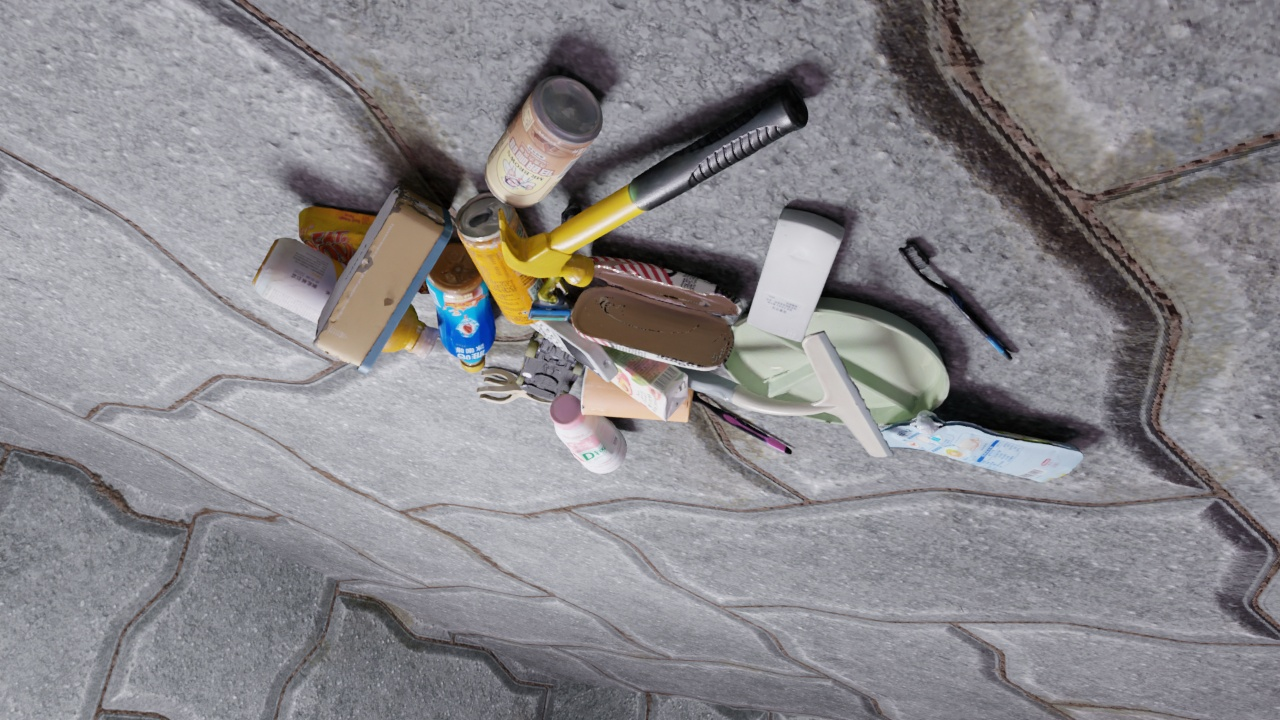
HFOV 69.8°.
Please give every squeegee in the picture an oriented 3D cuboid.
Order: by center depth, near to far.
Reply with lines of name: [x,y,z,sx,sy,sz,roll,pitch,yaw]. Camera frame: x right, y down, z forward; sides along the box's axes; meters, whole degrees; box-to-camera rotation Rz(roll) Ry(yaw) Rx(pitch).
squeegee: [0.110,0.031,0.948,0.247,0.039,0.246,12,156,36]

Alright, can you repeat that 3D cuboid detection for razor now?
razor: [-0.078,-0.094,0.877,0.042,0.022,0.143,-1,137,-20]

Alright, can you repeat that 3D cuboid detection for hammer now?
hammer: [0.001,-0.132,0.733,0.302,0.032,0.128,-23,157,38]

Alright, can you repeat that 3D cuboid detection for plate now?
plate: [0.195,0.003,0.932,0.230,0.027,0.231,13,153,7]

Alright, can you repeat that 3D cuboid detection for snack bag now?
snack bag: [0.354,0.090,0.970,0.191,0.038,0.110,13,167,-7]

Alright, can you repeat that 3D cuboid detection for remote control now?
remote control: [0.134,-0.073,0.803,0.056,0.019,0.135,20,140,9]
remote control: [-0.083,-0.027,0.965,0.150,0.021,0.058,34,167,40]

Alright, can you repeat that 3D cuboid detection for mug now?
mug: [-0.001,0.032,1.051,0.123,0.078,0.078,8,152,4]

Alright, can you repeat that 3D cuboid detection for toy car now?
toy car: [-0.107,0.007,1.091,0.070,0.042,0.158,21,151,-8]

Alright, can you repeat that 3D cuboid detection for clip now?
clip: [-0.160,0.035,1.189,0.100,0.034,0.072,2,150,10]

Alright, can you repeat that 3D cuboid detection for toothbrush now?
toothbrush: [0.282,-0.048,0.804,0.016,0.014,0.189,-36,127,28]
toothbrush: [0.114,0.075,1.126,0.189,0.014,0.018,29,160,-23]

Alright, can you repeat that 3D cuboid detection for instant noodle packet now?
instant noodle packet: [-0.292,-0.114,0.973,0.128,0.044,0.111,8,147,18]

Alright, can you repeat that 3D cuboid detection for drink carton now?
drink carton: [-0.006,0.006,0.984,0.122,0.045,0.054,36,157,22]

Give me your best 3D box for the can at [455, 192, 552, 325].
can: [-0.130,-0.096,0.897,0.058,0.058,0.146,8,151,17]

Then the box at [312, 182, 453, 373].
box: [-0.249,-0.074,0.876,0.062,0.089,0.184,27,107,-23]

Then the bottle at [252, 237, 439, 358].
bottle: [-0.302,-0.059,0.957,0.189,0.067,0.068,29,151,-23]

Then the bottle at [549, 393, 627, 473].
bottle: [-0.068,0.090,1.162,0.068,0.068,0.197,9,162,15]

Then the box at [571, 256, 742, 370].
box: [0.013,-0.044,0.883,0.162,0.086,0.075,14,175,7]

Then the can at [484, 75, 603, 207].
can: [-0.079,-0.171,0.729,0.058,0.058,0.117,27,151,-19]

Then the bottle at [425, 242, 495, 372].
bottle: [-0.193,-0.046,1.018,0.065,0.065,0.219,15,153,3]
